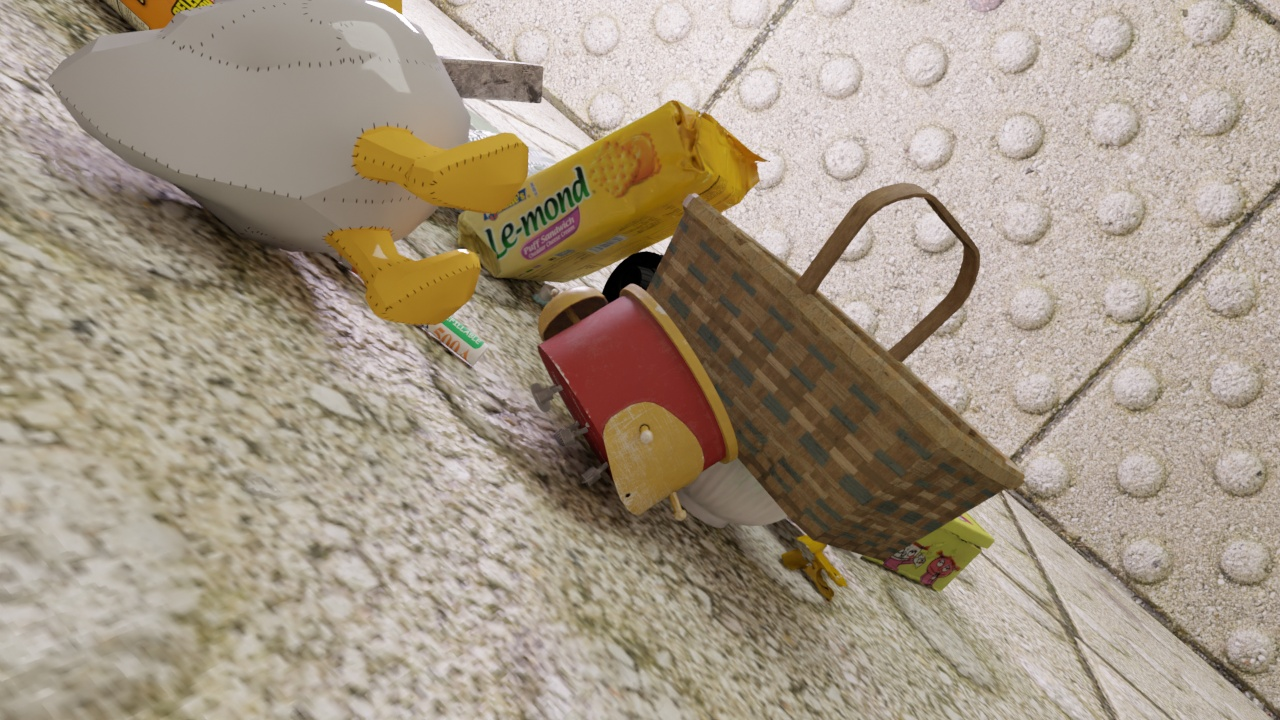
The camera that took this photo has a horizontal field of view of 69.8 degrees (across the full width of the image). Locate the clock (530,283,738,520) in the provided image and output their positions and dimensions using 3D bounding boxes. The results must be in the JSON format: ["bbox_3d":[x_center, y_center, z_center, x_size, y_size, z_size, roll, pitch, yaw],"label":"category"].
[{"bbox_3d":[-0.019,0.019,0.536,0.159,0.081,0.117,50,-13,45],"label":"clock"}]

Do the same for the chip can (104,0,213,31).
[{"bbox_3d":[-0.314,-0.244,0.643,0.215,0.075,0.075,42,13,8],"label":"chip can"}]

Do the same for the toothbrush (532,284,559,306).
[{"bbox_3d":[-0.057,-0.056,0.870,0.016,0.016,0.180,42,11,14],"label":"toothbrush"}]

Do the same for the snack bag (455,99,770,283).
[{"bbox_3d":[-0.021,-0.132,0.781,0.159,0.248,0.068,0,69,-67],"label":"snack bag"}]

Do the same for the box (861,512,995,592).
[{"bbox_3d":[0.232,0.136,0.887,0.221,0.082,0.124,31,16,-39],"label":"box"}]

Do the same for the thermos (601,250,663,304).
[{"bbox_3d":[0.046,-0.029,0.768,0.198,0.086,0.086,22,21,-44],"label":"thermos"}]

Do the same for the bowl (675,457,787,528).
[{"bbox_3d":[0.055,0.073,0.631,0.118,0.062,0.118,38,12,-10],"label":"bowl"}]

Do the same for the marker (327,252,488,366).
[{"bbox_3d":[-0.154,-0.048,0.553,0.145,0.017,0.017,39,13,-5],"label":"marker"}]

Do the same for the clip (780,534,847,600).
[{"bbox_3d":[0.126,0.152,0.671,0.054,0.044,0.049,14,65,-65],"label":"clip"}]

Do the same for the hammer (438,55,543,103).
[{"bbox_3d":[-0.173,-0.180,0.725,0.217,0.037,0.300,0,35,-13],"label":"hammer"}]

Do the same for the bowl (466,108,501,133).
[{"bbox_3d":[-0.174,-0.221,1.000,0.117,0.061,0.117,38,13,-10],"label":"bowl"}]

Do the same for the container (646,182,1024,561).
[{"bbox_3d":[0.131,-0.018,0.581,0.157,0.186,0.250,25,19,-49],"label":"container"}]

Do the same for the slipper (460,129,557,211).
[{"bbox_3d":[-0.152,-0.162,0.846,0.104,0.074,0.244,40,27,24],"label":"slipper"}]

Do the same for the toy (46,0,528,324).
[{"bbox_3d":[-0.181,-0.143,0.499,0.267,0.141,0.246,45,35,20],"label":"toy"}]

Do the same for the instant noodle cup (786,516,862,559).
[{"bbox_3d":[0.168,0.083,0.732,0.123,0.121,0.124,33,-7,4],"label":"instant noodle cup"}]
